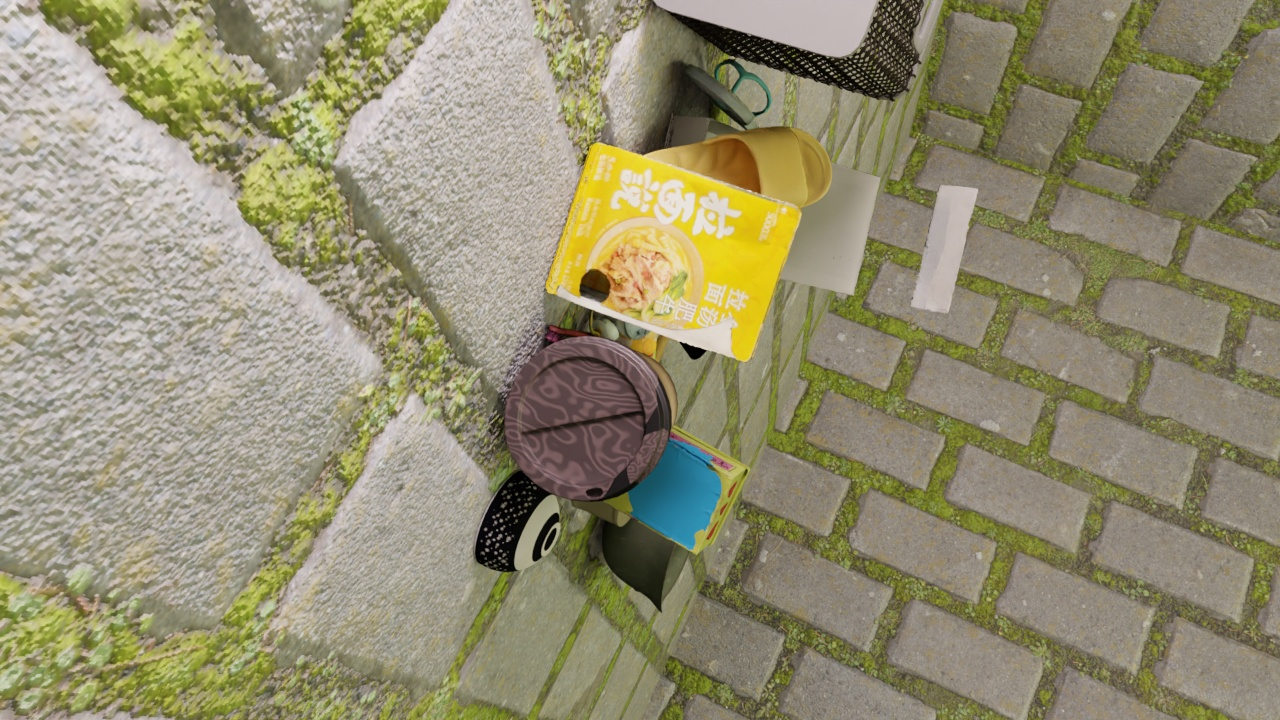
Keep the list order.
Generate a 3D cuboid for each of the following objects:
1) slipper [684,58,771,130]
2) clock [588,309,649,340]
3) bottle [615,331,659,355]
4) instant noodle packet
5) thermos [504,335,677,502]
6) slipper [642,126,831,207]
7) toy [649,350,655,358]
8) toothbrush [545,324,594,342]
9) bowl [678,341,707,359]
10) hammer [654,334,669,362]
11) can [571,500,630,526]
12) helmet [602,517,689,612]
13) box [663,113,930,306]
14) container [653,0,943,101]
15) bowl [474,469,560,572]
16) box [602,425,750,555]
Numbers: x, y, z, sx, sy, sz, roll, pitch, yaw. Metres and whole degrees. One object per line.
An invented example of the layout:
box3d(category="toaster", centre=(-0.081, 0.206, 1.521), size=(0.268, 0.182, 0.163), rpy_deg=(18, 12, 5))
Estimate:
box3d(category="slipper", centre=(0.112, -0.328, 1.117), size=(0.055, 0.098, 0.268), rpy_deg=(-53, 176, 12))
box3d(category="clock", centre=(-0.021, -0.065, 1.081), size=(0.117, 0.057, 0.083), rpy_deg=(-29, 132, -49))
box3d(category="bottle", centre=(0.003, -0.060, 1.173), size=(0.109, 0.063, 0.063), rpy_deg=(-70, 164, 8))
box3d(category="instant noodle packet", centre=(0.034, -0.109, 0.920), size=(0.084, 0.222, 0.163), rpy_deg=(-8, 118, -68))
box3d(category="thermos", centre=(-0.038, 0.057, 1.028), size=(0.226, 0.173, 0.173), rpy_deg=(-12, 123, -78))
box3d(category="slipper", centre=(0.107, -0.208, 1.028), size=(0.078, 0.263, 0.099), rpy_deg=(-168, -113, -71))
box3d(category="toy", centre=(-0.007, 0.007, 1.251), size=(0.117, 0.043, 0.092), rpy_deg=(-16, 123, -81))
box3d(category="toothbrush", centre=(-0.069, -0.026, 1.070), size=(0.016, 0.016, 0.189), rpy_deg=(-64, 165, 5))
box3d(category="bowl", centre=(0.077, -0.068, 1.388), size=(0.124, 0.052, 0.124), rpy_deg=(-162, -89, -74))
box3d(category="hammer", centre=(0.052, -0.087, 1.315), size=(0.132, 0.033, 0.331), rpy_deg=(-85, -164, -73))
box3d(category="can", centre=(-0.037, 0.170, 1.332), size=(0.127, 0.073, 0.128), rpy_deg=(-57, 161, -33))
box3d(category="helmet", centre=(0.020, 0.290, 1.530), size=(0.226, 0.154, 0.268), rpy_deg=(-57, 156, -31))
box3d(category="box", centre=(0.194, -0.187, 1.203), size=(0.417, 0.108, 0.166), rpy_deg=(8, 97, -36))
box3d(category="container", centre=(0.177, -0.424, 0.932), size=(0.243, 0.246, 0.248), rpy_deg=(-22, 132, -64))
box3d(category="bowl", centre=(-0.132, 0.195, 1.066), size=(0.119, 0.066, 0.120), rpy_deg=(-57, 161, -32))
box3d(category="box", centre=(0.016, 0.142, 1.183), size=(0.079, 0.221, 0.124), rpy_deg=(-15, 129, -68))
